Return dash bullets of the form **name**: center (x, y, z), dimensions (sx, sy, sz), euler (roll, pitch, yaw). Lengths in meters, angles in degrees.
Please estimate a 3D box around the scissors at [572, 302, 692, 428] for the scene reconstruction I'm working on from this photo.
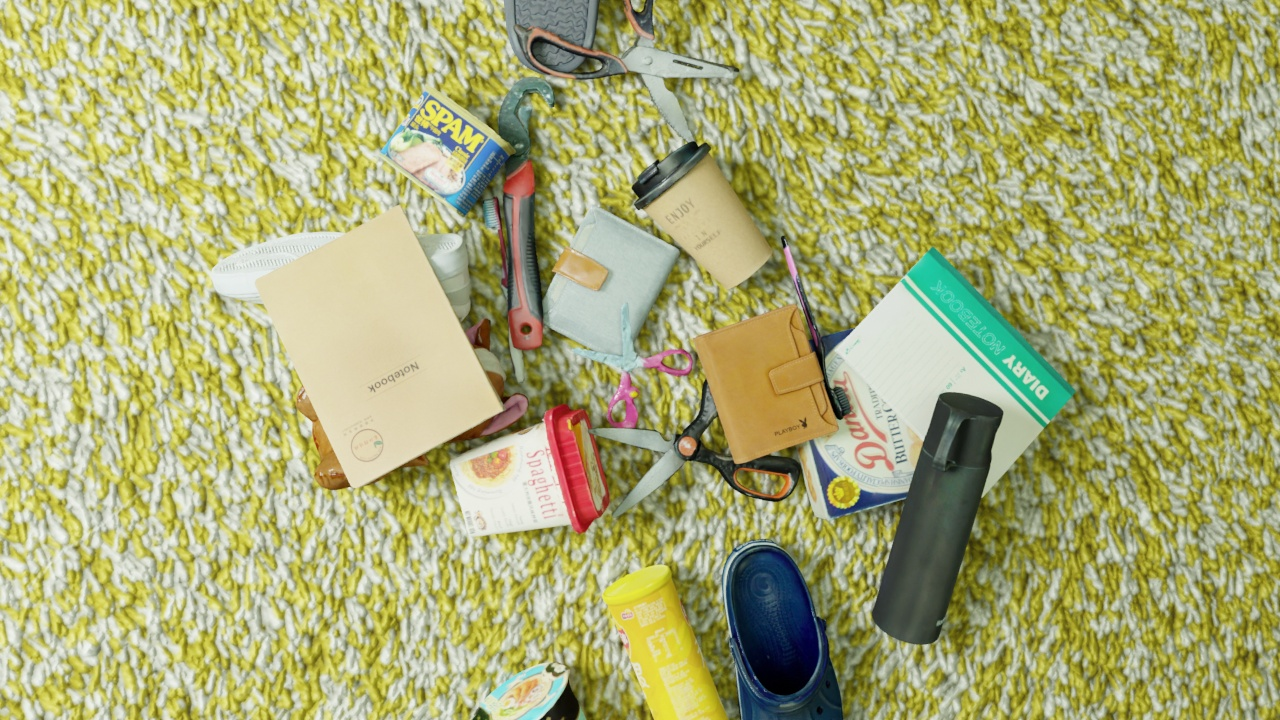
- **scissors**: center (-0.004, 0.005, 0.905), dimensions (0.134, 0.017, 0.133), euler (-10, 113, -17)

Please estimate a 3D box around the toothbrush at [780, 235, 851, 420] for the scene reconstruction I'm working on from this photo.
- **toothbrush**: center (0.171, -0.033, 0.898), dimensions (0.017, 0.014, 0.189), euler (-17, 88, -16)

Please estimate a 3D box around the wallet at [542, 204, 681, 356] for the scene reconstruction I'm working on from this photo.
- **wallet**: center (-0.034, -0.076, 0.909), dimensions (0.106, 0.037, 0.129), euler (28, 88, -6)

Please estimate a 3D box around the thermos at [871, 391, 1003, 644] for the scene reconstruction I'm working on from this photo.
- **thermos**: center (0.277, 0.154, 0.875), dimensions (0.068, 0.089, 0.243), euler (23, 114, 36)

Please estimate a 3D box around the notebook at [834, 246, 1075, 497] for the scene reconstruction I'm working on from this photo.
- **notebook**: center (0.314, 0.011, 0.912), dimensions (0.209, 0.012, 0.150), euler (45, 82, -4)

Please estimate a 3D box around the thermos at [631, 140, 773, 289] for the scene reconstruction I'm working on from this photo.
- **thermos**: center (0.062, -0.142, 0.897), dimensions (0.093, 0.093, 0.143), euler (-42, 100, -5)

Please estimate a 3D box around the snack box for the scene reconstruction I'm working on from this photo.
- **snack box**: center (0.244, 0.053, 0.931), dimensions (0.182, 0.046, 0.178), euler (-15, 90, -6)

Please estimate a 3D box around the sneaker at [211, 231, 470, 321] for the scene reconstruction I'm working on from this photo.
- **sneaker**: center (-0.277, -0.066, 0.868), dimensions (0.242, 0.089, 0.091), euler (-1, 121, 6)

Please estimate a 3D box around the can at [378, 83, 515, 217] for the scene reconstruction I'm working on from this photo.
- **can**: center (-0.185, -0.199, 0.878), dimensions (0.102, 0.057, 0.083), euler (36, 91, 9)

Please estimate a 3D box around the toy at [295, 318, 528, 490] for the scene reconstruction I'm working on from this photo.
- **toy**: center (-0.213, 0.038, 0.855), dimensions (0.199, 0.131, 0.140), euler (-19, 66, -13)

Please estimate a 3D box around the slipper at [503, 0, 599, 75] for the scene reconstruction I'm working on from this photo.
- **slipper**: center (-0.088, -0.418, 0.892), dimensions (0.110, 0.083, 0.268), euler (1, 108, -8)

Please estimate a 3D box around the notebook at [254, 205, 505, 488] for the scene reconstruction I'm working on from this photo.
- **notebook**: center (-0.229, -0.014, 0.799), dimensions (0.148, 0.008, 0.207), euler (-28, 82, -1)

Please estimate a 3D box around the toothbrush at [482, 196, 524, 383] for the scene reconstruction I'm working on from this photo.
- **toothbrush**: center (-0.135, -0.069, 0.910), dimensions (0.017, 0.016, 0.187), euler (-8, 90, 2)

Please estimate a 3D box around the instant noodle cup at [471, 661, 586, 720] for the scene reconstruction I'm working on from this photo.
- **instant noodle cup**: center (-0.087, 0.369, 0.871), dimensions (0.111, 0.111, 0.120), euler (-31, 100, -5)

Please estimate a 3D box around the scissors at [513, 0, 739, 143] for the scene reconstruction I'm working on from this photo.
- **scissors**: center (-0.012, -0.302, 0.895), dimensions (0.189, 0.015, 0.223), euler (-25, 112, 2)

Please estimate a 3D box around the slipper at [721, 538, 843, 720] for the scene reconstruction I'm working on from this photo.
- **slipper**: center (0.144, 0.302, 0.897), dimensions (0.105, 0.095, 0.252), euler (-10, 87, -3)

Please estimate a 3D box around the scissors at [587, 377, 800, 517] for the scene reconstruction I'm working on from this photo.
- **scissors**: center (0.066, 0.080, 0.905), dimensions (0.232, 0.022, 0.220), euler (33, 76, -14)

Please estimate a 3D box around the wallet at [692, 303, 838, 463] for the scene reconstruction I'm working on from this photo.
- **wallet**: center (0.121, 0.023, 0.886), dimensions (0.108, 0.031, 0.132), euler (-18, 92, 2)

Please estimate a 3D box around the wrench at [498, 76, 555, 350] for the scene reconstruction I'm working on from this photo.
- **wrench**: center (-0.114, -0.146, 0.902), dimensions (0.056, 0.016, 0.273), euler (0, 85, 5)

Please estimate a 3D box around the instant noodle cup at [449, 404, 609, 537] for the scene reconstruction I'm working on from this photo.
- **instant noodle cup**: center (-0.104, 0.111, 0.869), dimensions (0.124, 0.116, 0.116), euler (-16, 91, 6)

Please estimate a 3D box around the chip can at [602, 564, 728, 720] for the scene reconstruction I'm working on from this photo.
- **chip can**: center (0.035, 0.311, 0.895), dimensions (0.072, 0.072, 0.213), euler (-23, 91, -6)
